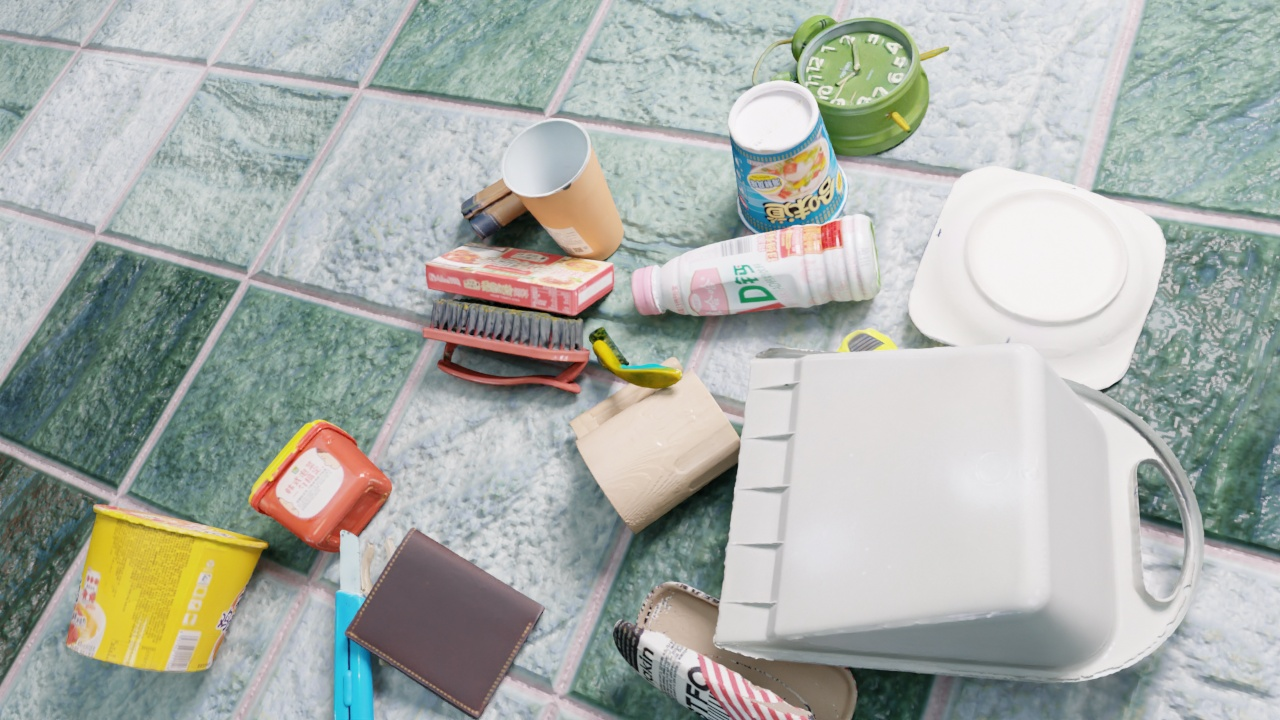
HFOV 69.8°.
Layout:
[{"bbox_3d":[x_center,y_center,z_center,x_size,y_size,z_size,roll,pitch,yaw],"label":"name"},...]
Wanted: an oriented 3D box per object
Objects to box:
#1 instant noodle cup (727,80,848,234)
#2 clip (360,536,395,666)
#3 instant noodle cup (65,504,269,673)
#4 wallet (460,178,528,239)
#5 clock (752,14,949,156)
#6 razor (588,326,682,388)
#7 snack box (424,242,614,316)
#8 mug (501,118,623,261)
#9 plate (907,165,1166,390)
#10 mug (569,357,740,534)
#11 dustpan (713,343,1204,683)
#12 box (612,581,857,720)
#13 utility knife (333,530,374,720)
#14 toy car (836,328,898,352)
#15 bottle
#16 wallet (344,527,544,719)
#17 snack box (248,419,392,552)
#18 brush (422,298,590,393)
[{"bbox_3d":[0.118,-0.167,0.755,0.099,0.110,0.099,-7,62,14],"label":"instant noodle cup"},{"bbox_3d":[-0.225,0.191,0.741,0.083,0.035,0.104,11,77,18],"label":"clip"},{"bbox_3d":[-0.388,0.186,0.746,0.138,0.138,0.109,9,77,22],"label":"instant noodle cup"},{"bbox_3d":[-0.112,-0.161,0.857,0.115,0.033,0.090,-33,24,0],"label":"wallet"},{"bbox_3d":[0.176,-0.246,0.805,0.161,0.056,0.116,19,71,26],"label":"clock"},{"bbox_3d":[-0.004,0.004,0.712,0.028,0.043,0.133,-38,23,-15],"label":"razor"},{"bbox_3d":[-0.106,-0.074,0.810,0.153,0.025,0.075,11,27,23],"label":"snack box"},{"bbox_3d":[-0.060,-0.139,0.793,0.078,0.123,0.078,-8,62,15],"label":"mug"},{"bbox_3d":[0.296,-0.071,0.678,0.164,0.034,0.163,21,72,16],"label":"plate"},{"bbox_3d":[0.009,0.057,0.706,0.103,0.084,0.124,-33,38,-1],"label":"mug"},{"bbox_3d":[0.206,0.100,0.601,0.258,0.142,0.222,-12,56,40],"label":"dustpan"},{"bbox_3d":[0.065,0.205,0.622,0.163,0.076,0.087,18,46,25],"label":"box"},{"bbox_3d":[-0.222,0.226,0.706,0.034,0.018,0.191,-10,76,15],"label":"utility knife"},{"bbox_3d":[0.189,0.019,0.686,0.048,0.032,0.105,-35,61,-1],"label":"toy car"},{"bbox_3d":[0.091,-0.069,0.744,0.197,0.068,0.068,-8,62,19],"label":"bottle"},{"bbox_3d":[-0.149,0.198,0.696,0.122,0.020,0.096,30,81,6],"label":"wallet"},{"bbox_3d":[-0.265,0.108,0.769,0.080,0.082,0.091,35,80,19],"label":"snack box"},{"bbox_3d":[-0.111,-0.011,0.789,0.146,0.063,0.069,10,99,21],"label":"brush"}]
